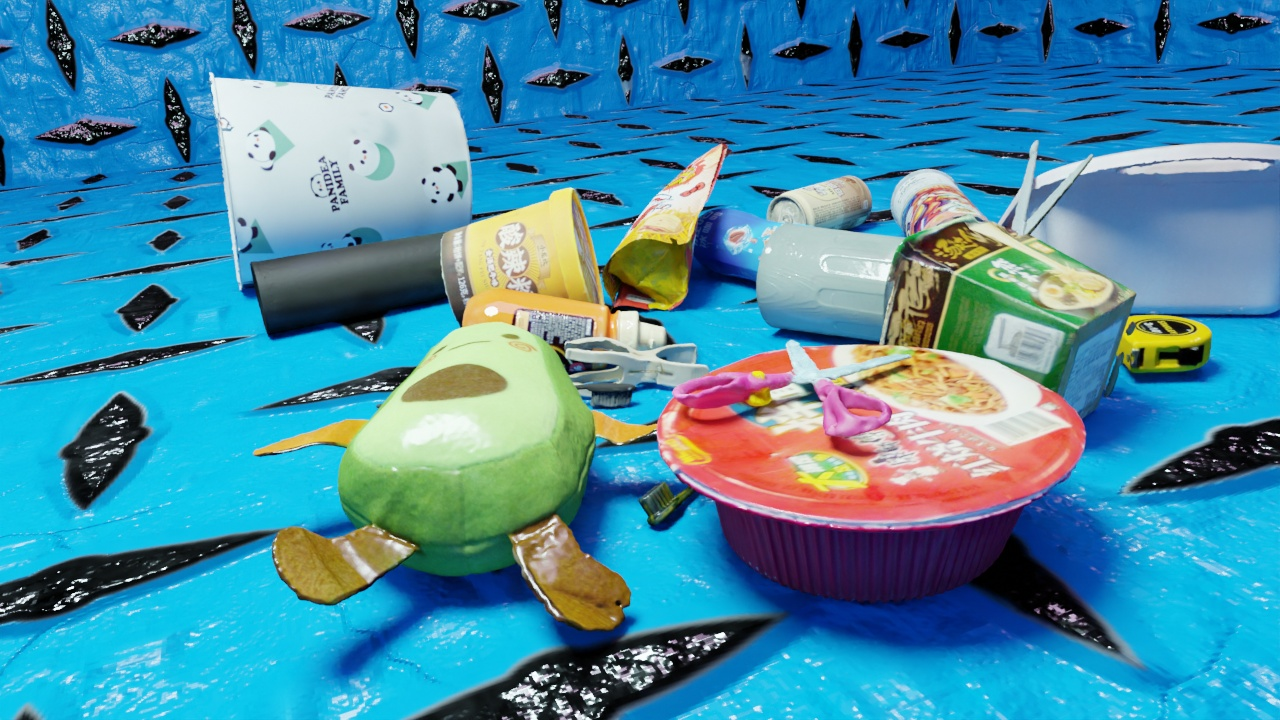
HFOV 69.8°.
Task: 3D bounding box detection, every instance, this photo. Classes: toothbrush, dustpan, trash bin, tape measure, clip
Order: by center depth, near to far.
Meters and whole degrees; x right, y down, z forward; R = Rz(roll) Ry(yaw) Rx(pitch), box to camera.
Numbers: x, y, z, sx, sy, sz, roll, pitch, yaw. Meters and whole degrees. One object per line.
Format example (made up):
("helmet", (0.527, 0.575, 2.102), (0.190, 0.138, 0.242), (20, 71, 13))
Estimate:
("toothbrush", (0.053, 0.047, 0.537), (0.012, 0.017, 0.185), (-36, -3, 39))
("tape measure", (0.338, -0.009, 0.598), (0.057, 0.029, 0.059), (-2, 21, 11))
("toothbrush", (-0.095, 0.029, 0.635), (0.189, 0.017, 0.014), (-4, 9, 11))
("clip", (-0.004, 0.006, 0.646), (0.100, 0.035, 0.070), (0, 19, -9))
("dustpan", (0.408, -0.124, 0.732), (0.223, 0.139, 0.272), (0, 22, 14))
("trash bin", (-0.335, -0.206, 1.035), (0.251, 0.230, 0.229), (-8, 20, -23))

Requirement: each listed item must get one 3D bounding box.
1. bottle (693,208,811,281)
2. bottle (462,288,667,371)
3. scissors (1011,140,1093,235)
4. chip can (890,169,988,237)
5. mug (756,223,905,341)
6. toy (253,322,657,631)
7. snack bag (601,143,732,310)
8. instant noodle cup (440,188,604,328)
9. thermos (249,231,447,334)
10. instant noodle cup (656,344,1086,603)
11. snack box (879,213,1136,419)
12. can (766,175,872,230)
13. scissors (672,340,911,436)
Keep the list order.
("bottle", (0.096, -0.110, 0.877), (0.065, 0.065, 0.219), (-15, 22, -25))
("bottle", (-0.055, -0.018, 0.683), (0.149, 0.067, 0.066), (2, 21, -1))
("scissors", (0.268, -0.078, 0.670), (0.012, 0.175, 0.163), (18, -22, -12))
("chip can", (0.286, -0.127, 0.870), (0.071, 0.071, 0.214), (-2, 22, 9))
("mug", (0.165, -0.059, 0.716), (0.103, 0.084, 0.123), (12, 7, 37))
("toy", (-0.085, 0.045, 0.475), (0.227, 0.090, 0.246), (1, 23, -6))
("snack bag", (0.026, -0.127, 0.872), (0.129, 0.073, 0.207), (-42, 17, 33))
("instant noodle cup", (-0.098, -0.075, 0.769), (0.114, 0.118, 0.118), (-11, 20, 5))
("thermos", (-0.235, -0.081, 0.872), (0.242, 0.068, 0.090), (-14, 18, -22))
("instant noodle cup", (0.106, 0.053, 0.440), (0.194, 0.066, 0.193), (-6, 20, 2))
("snack box", (0.214, -0.013, 0.539), (0.117, 0.118, 0.106), (-22, 36, -38))
("can", (0.197, -0.164, 1.005), (0.116, 0.058, 0.058), (-21, 26, -36))
("scissors", (0.084, 0.011, 0.446), (0.133, 0.017, 0.134), (-11, 18, -24))
